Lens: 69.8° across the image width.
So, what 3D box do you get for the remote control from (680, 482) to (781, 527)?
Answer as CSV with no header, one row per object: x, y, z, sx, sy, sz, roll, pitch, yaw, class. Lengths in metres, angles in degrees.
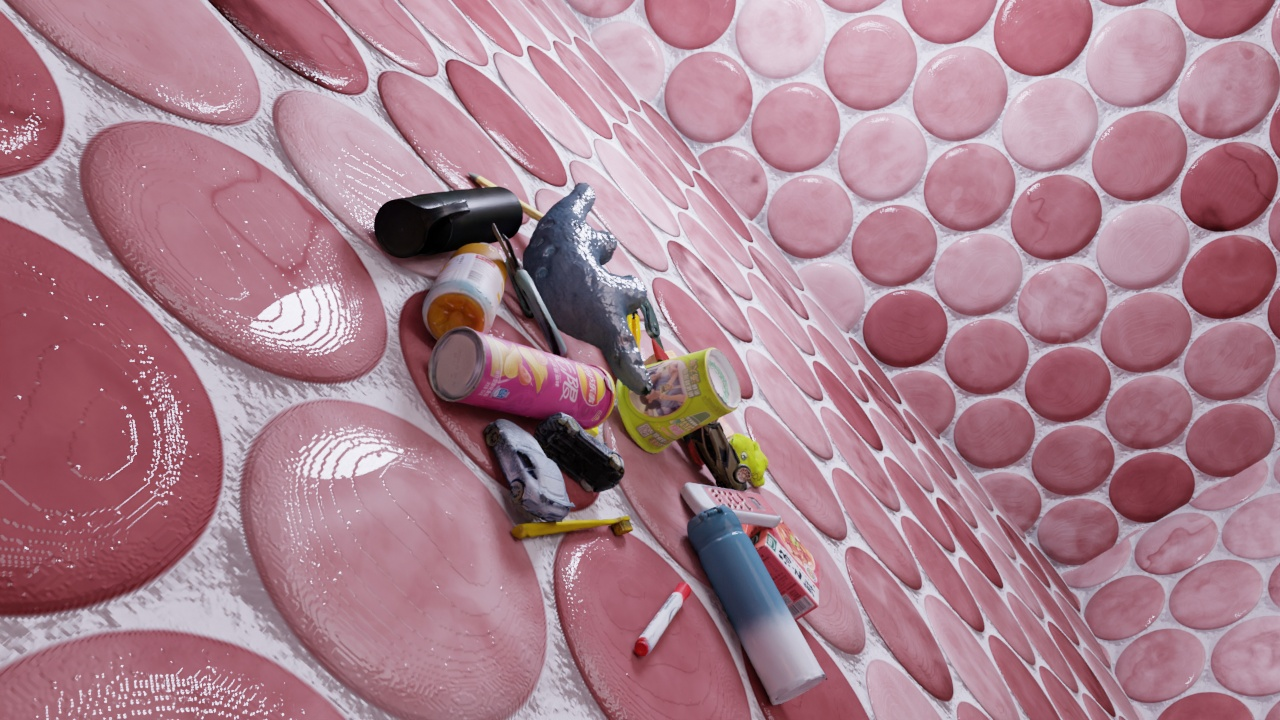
0.113,0.179,1.134,0.135,0.020,0.056,14,23,-34,remote control

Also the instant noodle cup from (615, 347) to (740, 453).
0.052,0.042,1.114,0.111,0.124,0.111,39,40,-42,instant noodle cup

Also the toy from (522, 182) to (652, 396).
-0.074,-0.102,1.140,0.137,0.092,0.355,0,52,-28,toy

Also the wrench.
0.037,0.017,1.262,0.056,0.016,0.273,10,56,-63,wrench

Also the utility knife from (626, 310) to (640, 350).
-0.007,0.007,1.190,0.033,0.015,0.215,41,34,-42,utility knife

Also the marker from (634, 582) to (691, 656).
0.023,0.246,0.878,0.017,0.017,0.145,52,19,5,marker

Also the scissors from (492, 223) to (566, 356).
-0.122,-0.067,1.018,0.171,0.019,0.170,60,-8,14,scissors

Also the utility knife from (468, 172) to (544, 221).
-0.144,-0.202,1.250,0.204,0.021,0.031,27,12,-2,utility knife

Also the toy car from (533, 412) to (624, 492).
-0.061,0.092,0.923,0.105,0.049,0.031,42,24,-25,toy car

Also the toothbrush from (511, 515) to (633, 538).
-0.058,0.158,0.860,0.190,0.016,0.016,14,47,-60,toothbrush

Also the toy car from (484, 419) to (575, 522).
-0.101,0.097,0.833,0.054,0.037,0.120,27,19,-47,toy car

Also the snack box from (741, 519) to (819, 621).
0.171,0.249,1.165,0.127,0.044,0.113,49,19,-4,snack box

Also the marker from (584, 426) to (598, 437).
-0.061,0.050,1.056,0.018,0.015,0.124,42,18,-27,marker

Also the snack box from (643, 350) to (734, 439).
0.070,0.056,1.321,0.157,0.026,0.084,54,19,8,snack box

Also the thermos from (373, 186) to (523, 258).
-0.196,-0.157,1.019,0.242,0.090,0.068,-43,117,-71,thermos

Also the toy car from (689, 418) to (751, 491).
0.094,0.108,1.197,0.158,0.042,0.070,63,-14,-5,toy car

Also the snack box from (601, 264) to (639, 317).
-0.071,-0.101,1.263,0.127,0.044,0.113,58,21,16,snack box

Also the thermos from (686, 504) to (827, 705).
0.120,0.259,1.002,0.070,0.070,0.220,23,33,-54,thermos

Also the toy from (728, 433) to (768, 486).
0.154,0.142,1.335,0.100,0.031,0.096,54,33,-28,toy

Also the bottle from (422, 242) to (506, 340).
-0.175,-0.076,0.945,0.068,0.068,0.189,44,17,-18,bottle

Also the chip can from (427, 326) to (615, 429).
-0.111,0.022,0.906,0.210,0.071,0.071,18,37,-57,chip can
